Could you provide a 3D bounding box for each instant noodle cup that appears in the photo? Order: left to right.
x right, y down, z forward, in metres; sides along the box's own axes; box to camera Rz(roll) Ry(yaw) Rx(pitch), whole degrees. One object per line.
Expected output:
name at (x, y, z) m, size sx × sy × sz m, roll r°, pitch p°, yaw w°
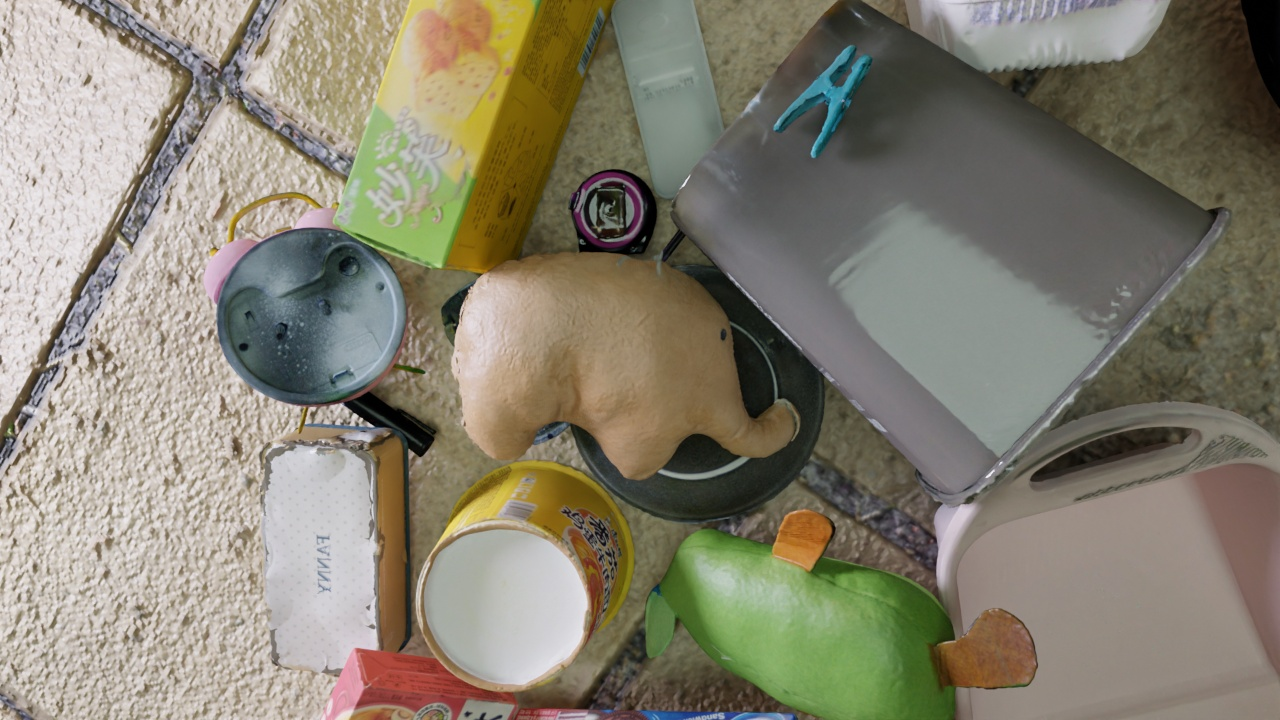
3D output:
instant noodle cup at (-0.077, 0.143, 0.600) m, size 0.138 × 0.109 × 0.138 m, roll 0°, pitch 95°, yaw 5°
instant noodle cup at (0.217, -0.208, 0.524) m, size 0.138 × 0.173 × 0.060 m, roll -4°, pitch 116°, yaw 6°

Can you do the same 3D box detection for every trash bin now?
trash bin at (0.151, -0.063, 0.526) m, size 0.220 × 0.199 × 0.199 m, roll 40°, pitch 95°, yaw 8°

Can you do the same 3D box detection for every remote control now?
remote control at (0.022, -0.177, 0.609) m, size 0.056 × 0.020 × 0.136 m, roll -14°, pitch 95°, yaw 8°

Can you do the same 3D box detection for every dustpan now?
dustpan at (0.286, 0.155, 0.549) m, size 0.223 × 0.138 × 0.273 m, roll -19°, pitch 92°, yaw 6°

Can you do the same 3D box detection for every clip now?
clip at (0.092, -0.128, 0.448) m, size 0.038 × 0.013 × 0.055 m, roll 40°, pitch 98°, yaw 14°

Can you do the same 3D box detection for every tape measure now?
tape measure at (-0.018, -0.098, 0.610) m, size 0.057 × 0.039 × 0.058 m, roll -1°, pitch 94°, yaw 6°

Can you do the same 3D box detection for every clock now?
clock at (-0.222, -0.041, 0.613) m, size 0.117 × 0.060 × 0.158 m, roll -26°, pitch 85°, yaw -12°

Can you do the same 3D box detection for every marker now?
marker at (-0.204, 0.024, 0.649) m, size 0.132 × 0.020 × 0.022 m, roll 34°, pitch 92°, yaw 2°

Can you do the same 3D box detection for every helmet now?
helmet at (0.435, -0.201, 0.461) m, size 0.274 × 0.230 × 0.233 m, roll 39°, pitch 82°, yaw 1°

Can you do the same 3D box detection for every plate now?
plate at (0.036, 0.024, 0.622) m, size 0.179 × 0.024 × 0.179 m, roll 0°, pitch 94°, yaw 6°

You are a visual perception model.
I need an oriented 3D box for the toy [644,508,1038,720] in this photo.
toy at (0.113, 0.169, 0.561) m, size 0.247 × 0.089 × 0.227 m, roll 18°, pitch 134°, yaw 31°

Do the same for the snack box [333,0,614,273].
snack box at (-0.091, -0.160, 0.554) m, size 0.070 × 0.157 × 0.210 m, roll 22°, pitch 96°, yaw 4°

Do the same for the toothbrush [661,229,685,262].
toothbrush at (0.047, -0.105, 0.598) m, size 0.016 × 0.014 × 0.189 m, roll 35°, pitch 97°, yaw -20°

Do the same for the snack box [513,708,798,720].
snack box at (0.009, 0.264, 0.588) m, size 0.208 × 0.057 × 0.058 m, roll -9°, pitch 124°, yaw 26°

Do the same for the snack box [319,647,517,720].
snack box at (-0.162, 0.264, 0.619) m, size 0.113 × 0.044 × 0.127 m, roll 20°, pitch 102°, yaw -33°

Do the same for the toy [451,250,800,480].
toy at (-0.003, 0.003, 0.571) m, size 0.226 × 0.082 × 0.143 m, roll 8°, pitch 108°, yaw -2°

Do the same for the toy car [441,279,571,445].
toy car at (-0.088, 0.000, 0.627) m, size 0.054 × 0.036 × 0.120 m, roll -31°, pitch 91°, yaw 7°

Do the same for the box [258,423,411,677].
box at (-0.207, 0.137, 0.632) m, size 0.090 × 0.059 × 0.184 m, roll 5°, pitch 104°, yaw 6°
